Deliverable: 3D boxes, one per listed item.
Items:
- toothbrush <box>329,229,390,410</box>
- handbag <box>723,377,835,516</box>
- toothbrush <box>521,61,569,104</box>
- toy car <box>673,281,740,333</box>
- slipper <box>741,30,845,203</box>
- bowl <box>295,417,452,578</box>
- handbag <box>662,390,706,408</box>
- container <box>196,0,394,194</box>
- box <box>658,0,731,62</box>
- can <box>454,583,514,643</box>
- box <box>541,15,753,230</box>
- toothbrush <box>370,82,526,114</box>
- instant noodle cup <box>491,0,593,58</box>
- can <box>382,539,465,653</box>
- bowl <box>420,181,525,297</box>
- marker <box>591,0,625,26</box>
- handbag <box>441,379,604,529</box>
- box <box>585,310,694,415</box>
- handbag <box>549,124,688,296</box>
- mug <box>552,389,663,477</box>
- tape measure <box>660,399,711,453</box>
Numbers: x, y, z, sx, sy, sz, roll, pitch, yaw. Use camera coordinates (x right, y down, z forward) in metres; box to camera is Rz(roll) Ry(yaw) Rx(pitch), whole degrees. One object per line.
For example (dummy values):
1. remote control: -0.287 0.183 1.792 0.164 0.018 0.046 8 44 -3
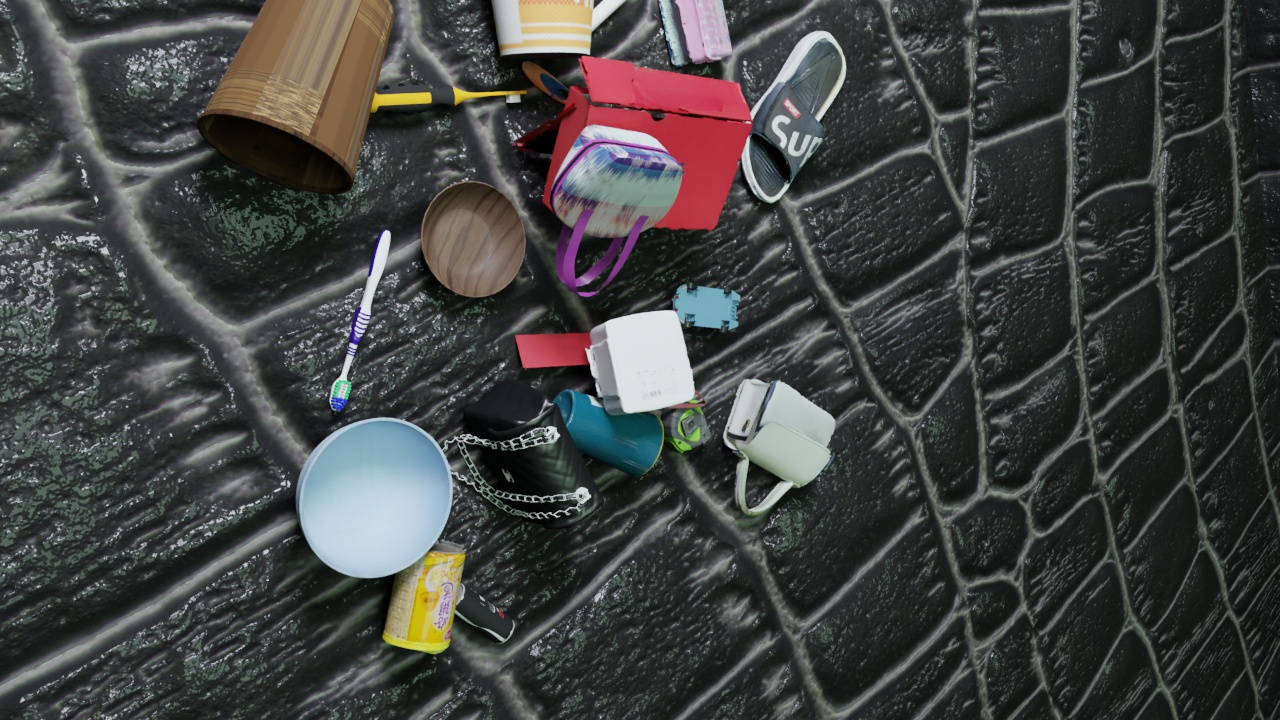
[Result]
1. toothbrush: -0.275 -0.041 0.904 0.015 0.016 0.186 19 82 -37
2. handbag: 0.181 0.127 1.226 0.151 0.074 0.175 32 75 -34
3. toothbrush: -0.080 -0.296 1.035 0.135 0.017 0.021 28 73 -33
4. toy car: 0.077 -0.067 1.162 0.107 0.028 0.060 4 91 -37
5. slipper: 0.215 -0.333 1.227 0.111 0.063 0.263 43 66 -31
6. bowl: -0.265 0.127 0.887 0.150 0.075 0.150 -2 94 -37
7. handbag: 0.028 0.038 1.110 0.119 0.029 0.055 13 117 -26
8. container: -0.293 -0.254 0.811 0.132 0.132 0.167 25 72 -36
9. box: 0.050 -0.475 1.108 0.084 0.063 0.230 -36 116 -57
10. can: -0.174 0.275 0.994 0.080 0.032 0.031 46 67 -30
11. box: 0.002 -0.350 0.974 0.212 0.128 0.425 -5 94 -35
12. toothbrush: -0.199 -0.270 0.938 0.196 0.031 0.031 -17 112 -39
13. instant noodle cup: -0.102 -0.380 0.952 0.123 0.123 0.121 -12 108 -36
14. can: -0.220 0.238 0.935 0.067 0.068 0.105 14 84 -37
15. bowl: -0.180 -0.126 0.959 0.119 0.032 0.119 -3 95 -37
16. marker: -0.035 -0.409 1.056 0.133 0.020 0.017 -50 124 -23
17. handbag: -0.122 0.112 0.963 0.114 0.125 0.154 -34 113 -31
18. box: -0.011 0.008 1.039 0.102 0.102 0.108 -11 86 -26
19. handbag: -0.034 -0.141 0.922 0.144 0.068 0.170 -1 129 -37
20. mug: -0.043 0.079 1.055 0.121 0.078 0.078 24 79 -31
21. tape measure: 0.057 0.082 1.152 0.058 0.036 0.066 -32 112 -30
